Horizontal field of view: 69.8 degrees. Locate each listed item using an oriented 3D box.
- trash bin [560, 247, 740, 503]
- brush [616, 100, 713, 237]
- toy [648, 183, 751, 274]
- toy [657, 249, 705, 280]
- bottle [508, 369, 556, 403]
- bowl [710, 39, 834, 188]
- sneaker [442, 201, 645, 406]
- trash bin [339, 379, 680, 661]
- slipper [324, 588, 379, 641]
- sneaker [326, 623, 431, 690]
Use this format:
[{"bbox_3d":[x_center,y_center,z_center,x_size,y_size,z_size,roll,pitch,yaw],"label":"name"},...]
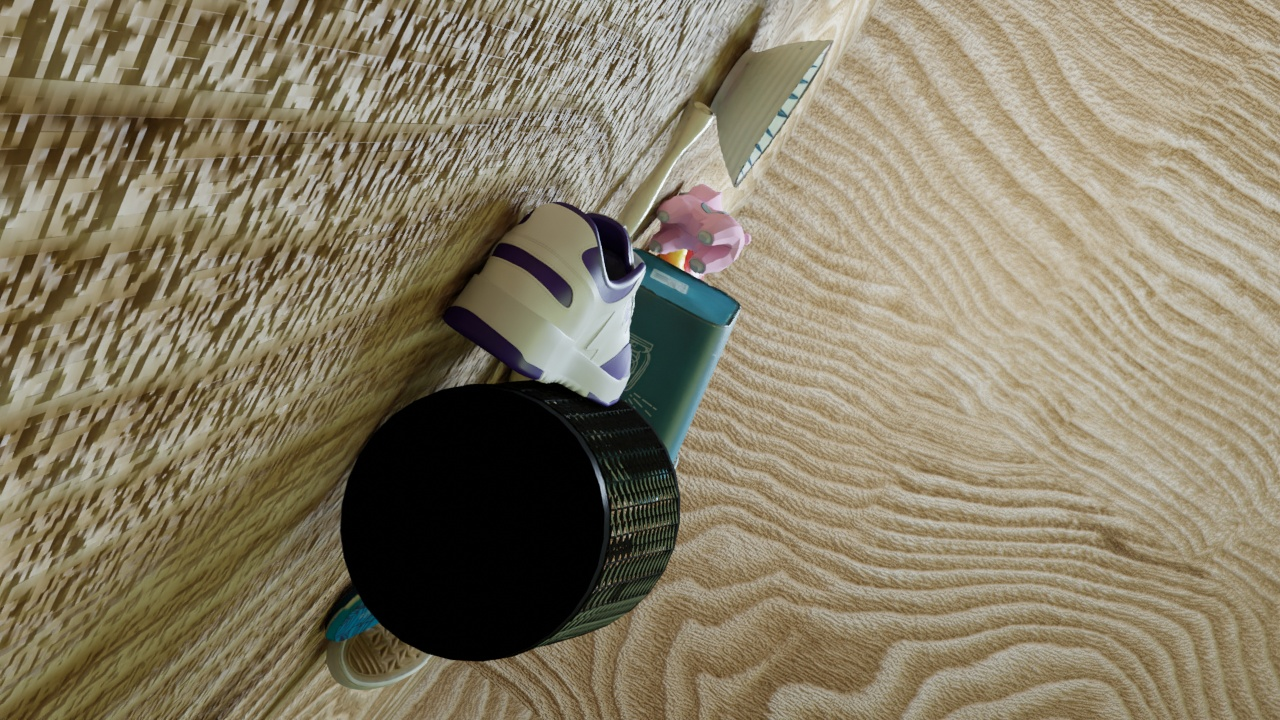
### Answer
[{"bbox_3d":[-0.006,0.006,1.051,0.219,0.196,0.198,-63,175,20],"label":"trash bin"},{"bbox_3d":[-0.007,-0.124,0.786,0.271,0.062,0.077,-59,-165,-23],"label":"brush"},{"bbox_3d":[0.076,-0.166,1.125,0.157,0.123,0.067,-36,148,-52],"label":"toy"},{"bbox_3d":[0.023,-0.095,1.240,0.215,0.099,0.148,-60,174,-46],"label":"toy"},{"bbox_3d":[-0.090,0.009,0.844,0.056,0.056,0.162,-54,177,-33],"label":"bottle"},{"bbox_3d":[0.122,-0.275,0.962,0.177,0.071,0.177,-55,178,-3],"label":"bowl"},{"bbox_3d":[-0.042,-0.042,0.622,0.111,0.092,0.244,-57,167,1],"label":"sneaker"},{"bbox_3d":[-0.088,0.109,0.662,0.217,0.217,0.243,-55,171,-2],"label":"trash bin"},{"bbox_3d":[-0.179,0.216,0.915,0.294,0.060,0.118,-15,142,-56],"label":"slipper"},{"bbox_3d":[-0.248,0.268,0.973,0.079,0.087,0.234,-17,-171,32],"label":"sneaker"}]
